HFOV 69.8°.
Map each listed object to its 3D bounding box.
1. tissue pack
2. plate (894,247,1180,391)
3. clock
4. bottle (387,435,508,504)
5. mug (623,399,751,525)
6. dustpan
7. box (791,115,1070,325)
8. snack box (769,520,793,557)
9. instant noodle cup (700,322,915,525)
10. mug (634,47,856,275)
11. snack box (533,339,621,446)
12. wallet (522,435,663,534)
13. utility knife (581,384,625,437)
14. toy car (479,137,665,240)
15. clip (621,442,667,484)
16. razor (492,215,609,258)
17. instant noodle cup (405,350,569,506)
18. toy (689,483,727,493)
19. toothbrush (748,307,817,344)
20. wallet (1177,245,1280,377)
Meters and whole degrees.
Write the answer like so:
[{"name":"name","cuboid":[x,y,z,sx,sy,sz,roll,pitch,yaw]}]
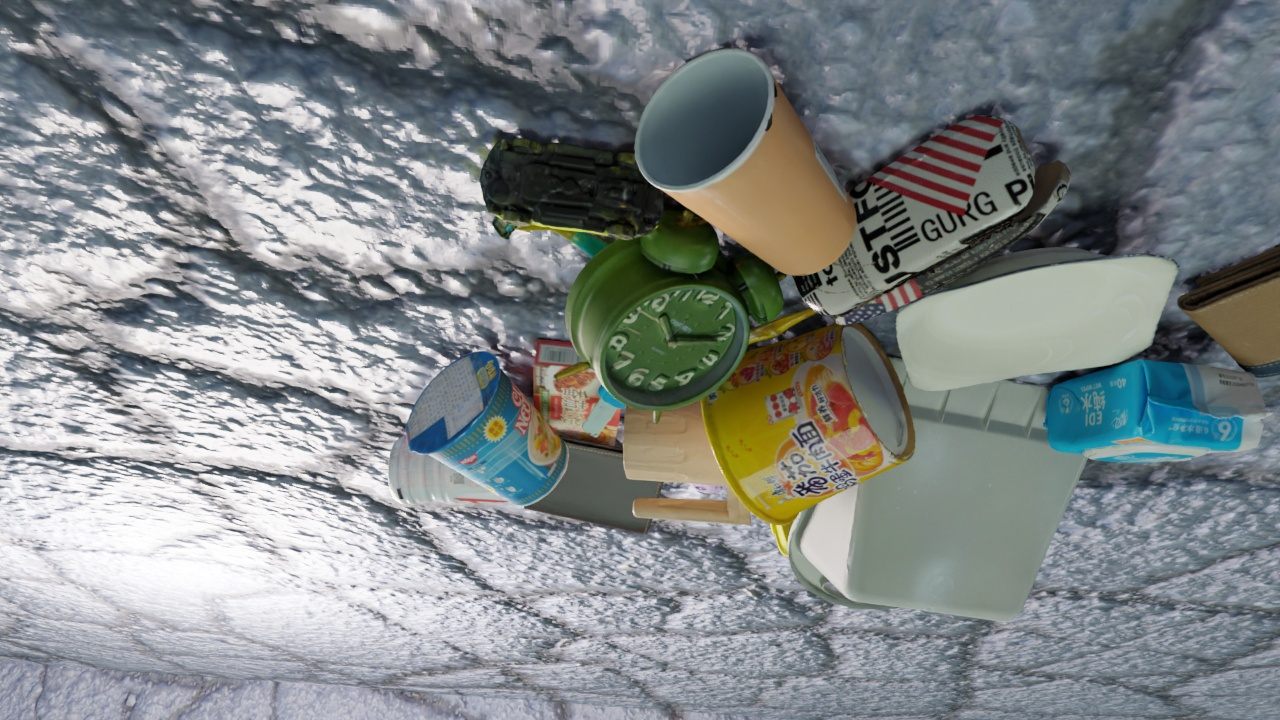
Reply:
[{"name":"tissue pack","cuboid":[0.372,0.041,0.675,0.090,0.063,0.140,6,169,-7]},{"name":"plate","cuboid":[0.252,-0.032,0.602,0.164,0.034,0.164,-10,154,17]},{"name":"clock","cuboid":[0.025,-0.034,0.585,0.116,0.056,0.161,25,116,-37]},{"name":"bottle","cuboid":[-0.140,0.106,0.891,0.197,0.068,0.068,-1,152,3]},{"name":"mug","cuboid":[0.043,0.081,0.775,0.103,0.084,0.125,2,112,8]},{"name":"dustpan","cuboid":[0.246,0.127,0.813,0.222,0.258,0.142,10,-172,-12]},{"name":"box","cuboid":[0.169,-0.073,0.536,0.087,0.076,0.163,-1,158,-41]},{"name":"snack box","cuboid":[0.167,0.149,0.903,0.082,0.091,0.080,-12,157,7]},{"name":"instant noodle cup","cuboid":[0.127,0.040,0.672,0.110,0.137,0.138,-26,140,31]},{"name":"mug","cuboid":[0.064,-0.096,0.486,0.078,0.078,0.122,-16,151,32]},{"name":"snack box","cuboid":[-0.052,0.032,0.782,0.075,0.025,0.153,6,151,-3]},{"name":"wallet","cuboid":[-0.042,0.113,0.841,0.122,0.020,0.097,12,124,-4]},{"name":"utility knife","cuboid":[-0.004,0.004,0.691,0.034,0.018,0.192,15,137,-19]},{"name":"toy car","cuboid":[-0.039,-0.097,0.525,0.105,0.048,0.032,7,178,-6]},{"name":"clip","cuboid":[0.027,0.074,0.862,0.105,0.082,0.034,-37,135,20]},{"name":"razor","cuboid":[-0.031,-0.070,0.587,0.132,0.028,0.043,29,108,-36]},{"name":"instant noodle cup","cuboid":[-0.119,0.063,0.751,0.099,0.099,0.110,-16,135,33]},{"name":"toy","cuboid":[0.093,0.102,0.880,0.083,0.039,0.108,-1,159,-41]},{"name":"toothbrush","cuboid":[0.089,-0.016,0.651,0.192,0.018,0.016,-22,156,22]},{"name":"wallet","cuboid":[0.419,-0.032,0.597,0.115,0.033,0.090,25,143,-32]}]
